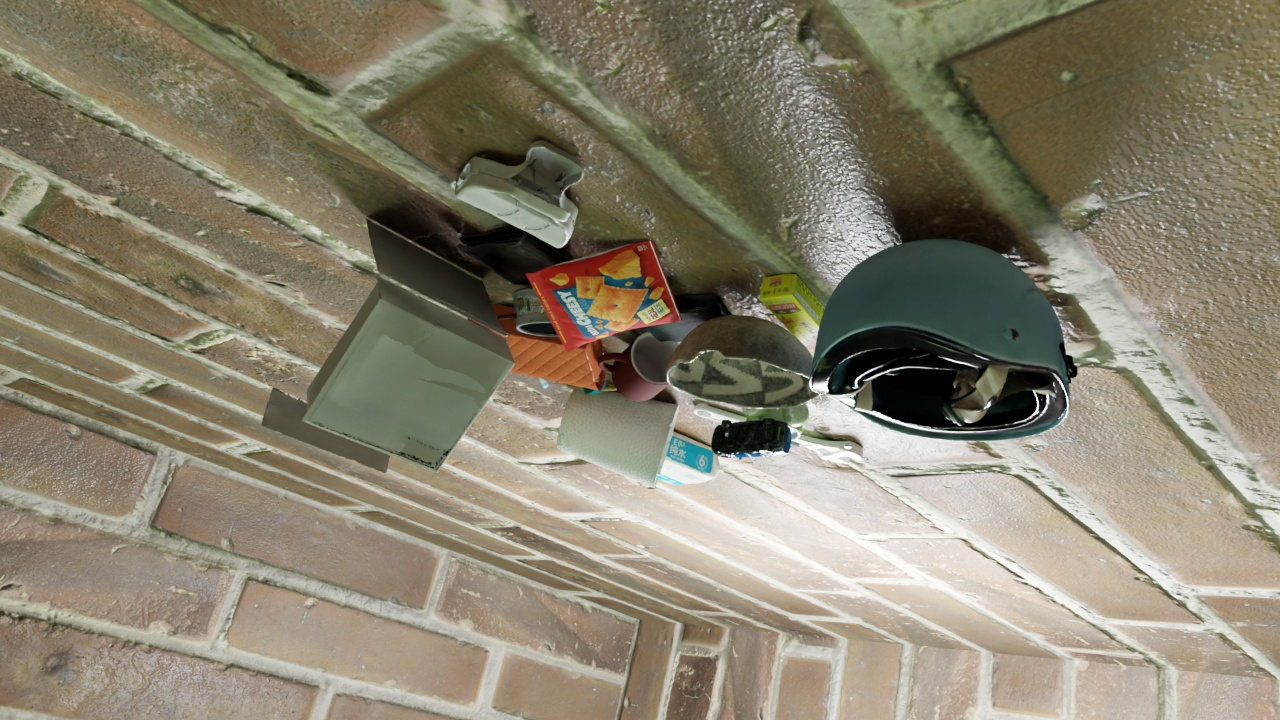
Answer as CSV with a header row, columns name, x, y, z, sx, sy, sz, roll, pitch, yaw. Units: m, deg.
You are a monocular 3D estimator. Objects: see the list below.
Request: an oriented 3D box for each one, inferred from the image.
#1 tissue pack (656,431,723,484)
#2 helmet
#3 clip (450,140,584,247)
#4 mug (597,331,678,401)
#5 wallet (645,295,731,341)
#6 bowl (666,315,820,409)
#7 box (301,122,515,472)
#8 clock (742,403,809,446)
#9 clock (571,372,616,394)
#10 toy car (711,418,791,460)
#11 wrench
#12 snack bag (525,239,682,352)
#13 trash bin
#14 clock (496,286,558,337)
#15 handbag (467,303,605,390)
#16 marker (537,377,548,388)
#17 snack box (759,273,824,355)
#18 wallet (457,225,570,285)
name,x,y,z,sx,sy,sz,roll,pitch,yaw
tissue pack,0.036,0.161,1.563,0.209,0.066,0.117,25,154,-29
helmet,0.292,-0.016,0.872,0.226,0.166,0.265,-5,150,42
clip,-0.115,-0.160,0.912,0.124,0.075,0.144,22,166,-27
mug,-0.007,0.007,1.204,0.105,0.073,0.083,6,161,-18
wallet,0.055,-0.047,1.116,0.115,0.026,0.089,1,156,28
bowl,0.121,-0.006,1.055,0.178,0.081,0.179,10,161,3
box,-0.248,-0.083,1.060,0.167,0.379,0.172,29,137,-32
clock,0.192,0.080,1.315,0.094,0.042,0.119,8,157,10
clock,-0.089,0.012,1.315,0.130,0.043,0.099,18,158,8
toy car,0.156,0.113,1.286,0.120,0.056,0.043,-6,152,35
wrench,0.212,0.112,1.413,0.273,0.018,0.066,17,157,-5
snack bag,-0.038,-0.072,1.040,0.144,0.039,0.131,-14,136,10
trash bin,-0.036,0.109,1.410,0.161,0.133,0.133,16,158,6
clock,-0.092,-0.061,1.116,0.148,0.056,0.104,0,170,16
handbag,-0.135,-0.018,1.228,0.172,0.060,0.109,11,144,16
marker,-0.158,0.013,1.392,0.013,0.013,0.142,9,157,12
snack box,0.186,-0.048,1.036,0.040,0.028,0.148,-4,152,35
wallet,-0.139,-0.119,1.056,0.120,0.031,0.099,0,155,42
